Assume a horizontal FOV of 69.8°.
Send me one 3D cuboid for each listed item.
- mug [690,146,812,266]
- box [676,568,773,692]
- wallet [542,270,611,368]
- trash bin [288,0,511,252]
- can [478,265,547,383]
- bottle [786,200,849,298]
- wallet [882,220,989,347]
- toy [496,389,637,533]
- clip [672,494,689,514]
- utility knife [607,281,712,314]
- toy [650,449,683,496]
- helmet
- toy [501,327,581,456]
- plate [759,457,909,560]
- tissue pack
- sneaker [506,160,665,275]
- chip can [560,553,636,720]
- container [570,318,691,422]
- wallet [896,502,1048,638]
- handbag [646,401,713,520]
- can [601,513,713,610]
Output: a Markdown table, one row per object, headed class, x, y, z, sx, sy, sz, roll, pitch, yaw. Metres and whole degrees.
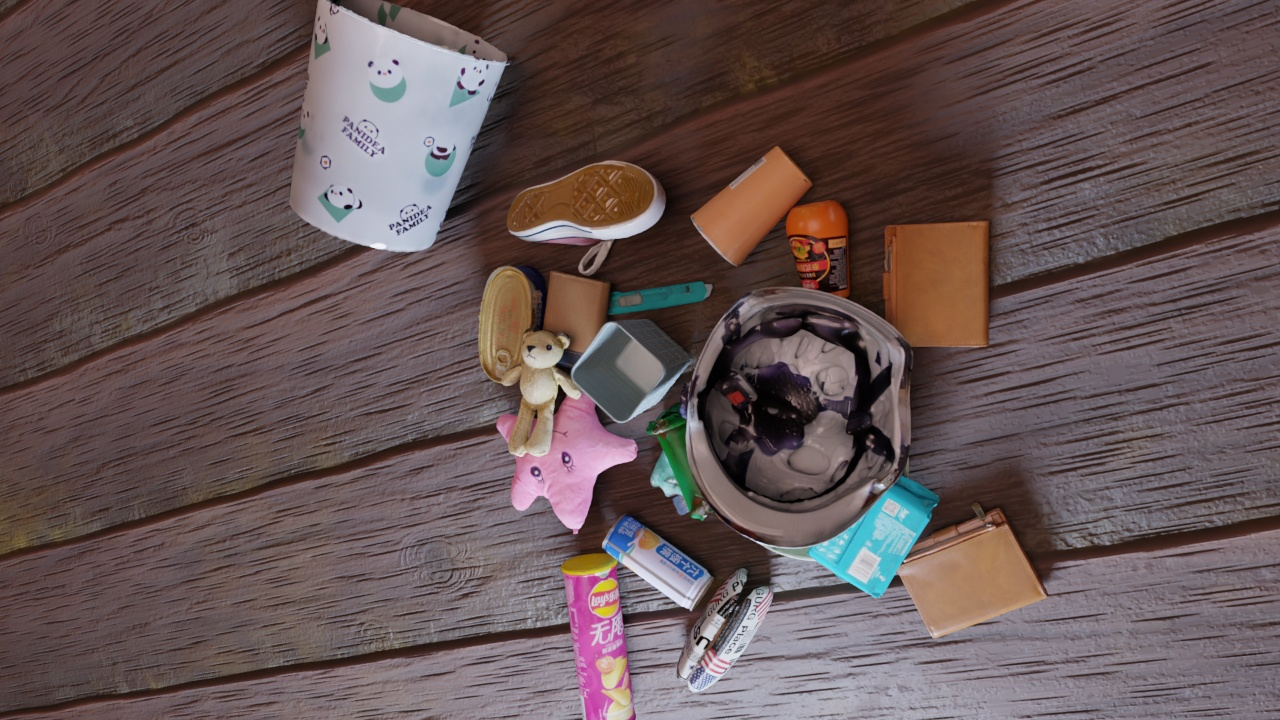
| class | x | y | z | sx | sy | sz | roll | pitch | yaw |
| --- | --- | --- | --- | --- | --- | --- | --- | --- | --- |
| mug | 0.125 | -0.174 | 1.014 | 0.123 | 0.078 | 0.078 | -43 | 80 | 17 |
| box | 0.105 | 0.332 | 1.094 | 0.082 | 0.075 | 0.164 | 33 | 106 | 5 |
| wallet | -0.082 | -0.048 | 1.133 | 0.090 | 0.033 | 0.115 | 14 | 103 | 29 |
| trash bin | -0.304 | -0.283 | 1.107 | 0.229 | 0.229 | 0.252 | 30 | 112 | 17 |
| can | -0.161 | -0.047 | 1.164 | 0.075 | 0.049 | 0.148 | 10 | 101 | 22 |
| bottle | 0.200 | -0.097 | 1.000 | 0.067 | 0.066 | 0.149 | -6 | 101 | 24 |
| wallet | 0.311 | -0.079 | 0.967 | 0.108 | 0.031 | 0.132 | -1 | 96 | 20 |
| toy | -0.090 | 0.124 | 1.140 | 0.195 | 0.074 | 0.178 | -21 | 77 | 25 |
| clip | 0.068 | 0.167 | 1.111 | 0.058 | 0.038 | 0.026 | -23 | 85 | 22 |
| utility knife | 0.013 | -0.076 | 1.105 | 0.158 | 0.013 | 0.029 | -7 | 94 | 24 |
| toy | 0.045 | 0.126 | 1.107 | 0.096 | 0.030 | 0.092 | 39 | 114 | 33 |
| helmet | 0.150 | 0.059 | 0.947 | 0.229 | 0.146 | 0.258 | 13 | 82 | 0 |
| toy | -0.126 | 0.039 | 1.105 | 0.105 | 0.066 | 0.157 | 7 | 87 | 22 |
| plate | 0.190 | 0.114 | 1.047 | 0.230 | 0.027 | 0.230 | 3 | 99 | 22 |
| tissue pack | 0.248 | 0.178 | 0.988 | 0.093 | 0.050 | 0.134 | 31 | 108 | 18 |
| sneaker | -0.053 | -0.170 | 1.082 | 0.242 | 0.087 | 0.118 | -1 | 73 | 43 |
| chip can | -0.052 | 0.356 | 1.160 | 0.071 | 0.071 | 0.210 | -5 | 96 | 24 |
| container | -0.006 | 0.006 | 1.071 | 0.090 | 0.111 | 0.090 | 42 | 111 | 12 |
| wallet | 0.349 | 0.225 | 0.989 | 0.131 | 0.035 | 0.119 | -29 | 85 | 22 |
| handbag | 0.071 | 0.106 | 1.019 | 0.068 | 0.120 | 0.131 | -27 | 87 | 31 |
| can | 0.021 | 0.247 | 1.123 | 0.134 | 0.053 | 0.053 | 33 | 108 | 16 |
